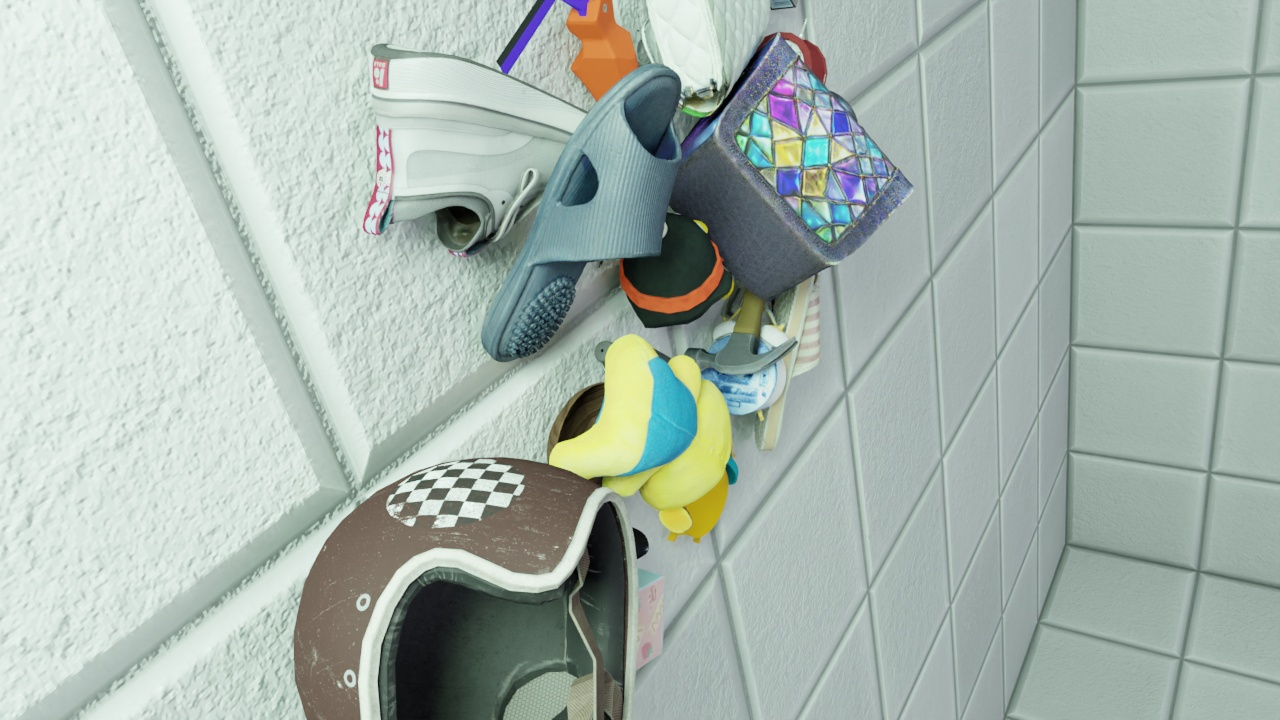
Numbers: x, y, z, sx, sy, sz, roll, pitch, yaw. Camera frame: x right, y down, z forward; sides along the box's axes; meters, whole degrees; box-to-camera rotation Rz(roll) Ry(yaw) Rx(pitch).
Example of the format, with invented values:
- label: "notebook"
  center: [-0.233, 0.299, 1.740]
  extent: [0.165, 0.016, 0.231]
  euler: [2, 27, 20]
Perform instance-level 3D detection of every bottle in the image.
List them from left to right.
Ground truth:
- label: "bottle"
  center: [-0.005, 0.005, 0.873]
  extent: [0.112, 0.047, 0.047]
  euler: [27, 74, -54]

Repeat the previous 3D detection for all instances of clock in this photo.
- label: "clock"
  center: [0.068, 0.138, 1.012]
  extent: [0.099, 0.044, 0.129]
  euler: [22, 86, -55]
- label: "clock"
  center: [0.118, 0.001, 1.013]
  extent: [0.052, 0.089, 0.125]
  euler: [6, 93, -61]
- label: "clock"
  center: [0.159, -0.305, 1.012]
  extent: [0.044, 0.087, 0.124]
  euler: [-7, 99, -54]

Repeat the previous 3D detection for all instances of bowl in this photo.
- label: "bowl"
  center: [-0.051, 0.077, 0.832]
  extent: [0.119, 0.032, 0.119]
  euler: [-16, 109, -53]

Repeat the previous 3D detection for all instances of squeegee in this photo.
- label: "squeegee"
  center: [-0.028, -0.251, 0.779]
  extent: [0.185, 0.055, 0.248]
  euler: [71, 34, -50]

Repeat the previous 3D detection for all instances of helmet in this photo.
- label: "helmet"
  center: [-0.091, 0.186, 0.598]
  extent: [0.233, 0.254, 0.234]
  euler: [-75, 160, -57]

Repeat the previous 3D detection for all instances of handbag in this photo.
- label: "handbag"
  center: [0.063, -0.326, 0.853]
  extent: [0.194, 0.073, 0.139]
  euler: [-60, 140, -48]
- label: "handbag"
  center: [0.150, -0.196, 0.916]
  extent: [0.205, 0.126, 0.221]
  euler: [46, 59, -9]

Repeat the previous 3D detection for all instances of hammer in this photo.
- label: "hammer"
  center: [0.143, -0.136, 1.013]
  extent: [0.025, 0.118, 0.332]
  euler: [45, 56, -53]

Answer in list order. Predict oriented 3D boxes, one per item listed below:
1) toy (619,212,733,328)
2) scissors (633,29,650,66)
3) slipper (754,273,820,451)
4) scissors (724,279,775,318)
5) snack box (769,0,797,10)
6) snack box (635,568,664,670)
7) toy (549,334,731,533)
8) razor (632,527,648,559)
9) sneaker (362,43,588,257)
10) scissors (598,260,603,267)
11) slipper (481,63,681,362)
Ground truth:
- label: "toy"
  center: [0.028, -0.090, 0.848]
  extent: [0.099, 0.097, 0.119]
  euler: [-48, 153, -24]
- label: "scissors"
  center: [0.030, -0.326, 0.885]
  extent: [0.141, 0.014, 0.165]
  euler: [-37, 124, -46]
- label: "slipper"
  center: [0.179, -0.017, 1.075]
  extent: [0.115, 0.052, 0.263]
  euler: [-87, -173, -72]
- label: "scissors"
  center: [0.142, -0.113, 1.090]
  extent: [0.178, 0.015, 0.200]
  euler: [-40, 127, -45]
- label: "snack box"
  center: [0.129, -0.476, 0.981]
  extent: [0.186, 0.032, 0.101]
  euler: [29, 73, -54]
- label: "snack box"
  center: [-0.041, 0.232, 0.824]
  extent: [0.094, 0.093, 0.079]
  euler: [-14, 107, -54]
- label: "toy"
  center: [0.023, 0.070, 0.833]
  extent: [0.214, 0.084, 0.148]
  euler: [38, 75, -54]
- label: "razor"
  center: [-0.048, 0.159, 0.815]
  extent: [0.140, 0.053, 0.064]
  euler: [3, 112, -44]
- label: "sneaker"
  center: [-0.097, -0.136, 0.681]
  extent: [0.262, 0.097, 0.129]
  euler: [3, 106, -57]
- label: "scissors"
  center: [-0.003, -0.170, 0.842]
  extent: [0.162, 0.012, 0.154]
  euler: [-55, 165, -46]
- label: "slipper"
  center: [-0.027, -0.088, 0.684]
  extent: [0.264, 0.082, 0.101]
  euler: [-57, 163, 26]
